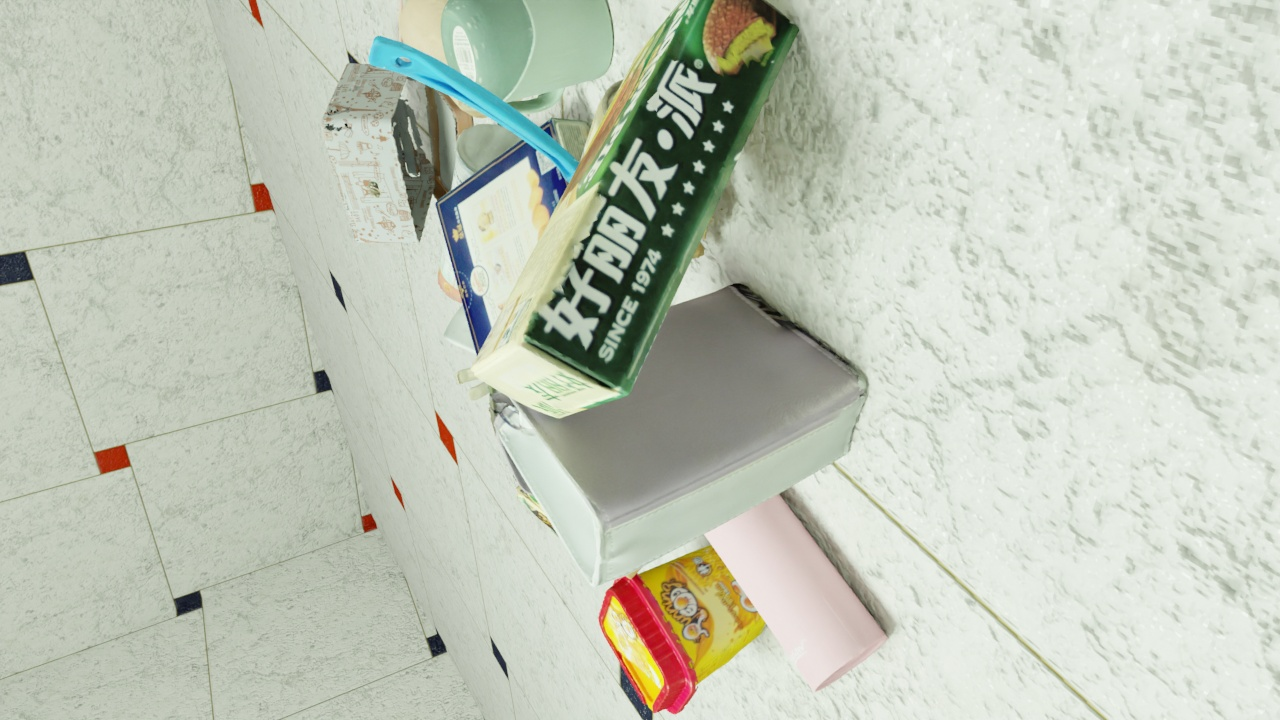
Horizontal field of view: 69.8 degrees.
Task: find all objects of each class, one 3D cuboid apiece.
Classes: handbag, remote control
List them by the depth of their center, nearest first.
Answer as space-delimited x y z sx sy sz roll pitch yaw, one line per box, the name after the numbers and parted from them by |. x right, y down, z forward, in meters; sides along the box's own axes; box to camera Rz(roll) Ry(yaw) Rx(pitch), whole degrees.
0.019 0.037 0.591 0.145 0.196 0.099 52 152 32 | handbag
-0.169 -0.028 1.057 0.135 0.056 0.019 21 164 36 | remote control

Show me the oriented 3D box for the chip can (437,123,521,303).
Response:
-0.168 -0.144 0.954 0.071 0.071 0.215 58 150 19 | chip can

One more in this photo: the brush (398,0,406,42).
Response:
-0.203 -0.335 0.890 0.146 0.063 0.073 126 129 -63 | brush

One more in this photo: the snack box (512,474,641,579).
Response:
-0.025 0.112 0.761 0.105 0.118 0.117 37 169 50 | snack box

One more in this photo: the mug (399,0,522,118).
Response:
-0.143 -0.291 0.803 0.103 0.084 0.125 52 125 28 | mug

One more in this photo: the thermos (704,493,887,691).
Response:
0.098 0.136 0.678 0.198 0.067 0.087 56 149 26 | thermos

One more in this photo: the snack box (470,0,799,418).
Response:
-0.005 -0.088 0.506 0.063 0.239 0.115 30 161 -15 | snack box

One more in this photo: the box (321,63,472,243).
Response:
-0.255 -0.239 1.063 0.182 0.158 0.148 91 -178 -50 | box

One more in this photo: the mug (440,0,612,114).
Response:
-0.088 -0.231 0.690 0.082 0.106 0.112 55 154 24 | mug

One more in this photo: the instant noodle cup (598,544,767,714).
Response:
0.043 0.222 0.792 0.116 0.123 0.116 55 154 25 | instant noodle cup

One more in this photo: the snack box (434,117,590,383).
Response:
-0.092 -0.087 0.795 0.183 0.045 0.178 -21 83 44 | snack box

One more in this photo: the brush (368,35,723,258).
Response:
-0.056 -0.139 0.602 0.254 0.045 0.083 28 154 -16 | brush

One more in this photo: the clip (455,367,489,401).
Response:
-0.164 0.008 1.067 0.076 0.103 0.035 -123 21 -48 | clip

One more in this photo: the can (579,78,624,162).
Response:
-0.013 -0.146 0.668 0.058 0.058 0.117 60 155 15 | can

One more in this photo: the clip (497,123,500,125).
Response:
-0.142 -0.219 0.926 0.024 0.027 0.056 54 163 32 | clip
